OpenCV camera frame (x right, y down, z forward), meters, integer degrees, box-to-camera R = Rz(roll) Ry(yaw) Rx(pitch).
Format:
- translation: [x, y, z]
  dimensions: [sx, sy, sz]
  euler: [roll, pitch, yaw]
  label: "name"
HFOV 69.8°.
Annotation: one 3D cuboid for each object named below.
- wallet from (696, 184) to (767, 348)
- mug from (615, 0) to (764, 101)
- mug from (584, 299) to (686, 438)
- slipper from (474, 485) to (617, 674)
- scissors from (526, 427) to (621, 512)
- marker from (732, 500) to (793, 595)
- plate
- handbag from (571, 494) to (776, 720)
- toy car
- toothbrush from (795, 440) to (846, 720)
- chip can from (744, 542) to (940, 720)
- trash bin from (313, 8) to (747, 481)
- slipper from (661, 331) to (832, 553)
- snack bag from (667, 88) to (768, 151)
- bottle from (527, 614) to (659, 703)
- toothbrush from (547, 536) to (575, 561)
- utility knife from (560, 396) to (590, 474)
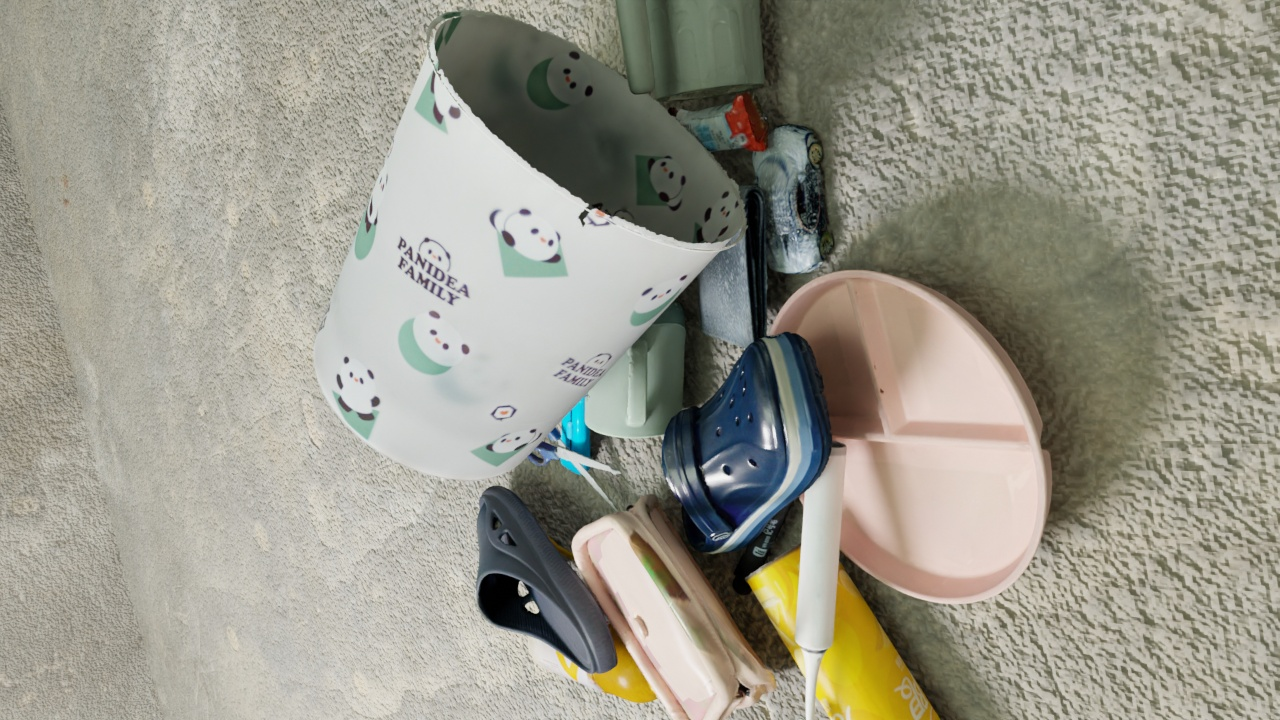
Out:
- translation: [0.065, -0.072, 0.686]
  dimensions: [0.097, 0.019, 0.121]
  euler: [-150, 54, -67]
  label: "wallet"
- translation: [0.029, -0.233, 0.621]
  dimensions: [0.084, 0.123, 0.103]
  euler: [3, 106, 44]
  label: "mug"
- translation: [-0.004, 0.004, 0.739]
  dimensions: [0.111, 0.082, 0.106]
  euler: [-97, 9, -75]
  label: "mug"
- translation: [-0.115, 0.209, 0.868]
  dimensions: [0.268, 0.083, 0.111]
  euler: [33, 143, 53]
  label: "slipper"
- translation: [-0.078, 0.078, 0.855]
  dimensions: [0.176, 0.012, 0.162]
  euler: [-1, 124, 55]
  label: "scissors"
- translation: [0.096, 0.141, 0.724]
  dimensions: [0.022, 0.020, 0.132]
  euler: [-103, 19, -44]
  label: "marker"
- translation: [0.167, 0.049, 0.601]
  dimensions: [0.229, 0.028, 0.230]
  euler: [36, 137, 43]
  label: "plate"
- translation: [0.027, 0.185, 0.696]
  dimensions: [0.193, 0.093, 0.234]
  euler: [55, 168, 16]
  label: "handbag"
- translation: [0.104, -0.113, 0.647]
  dimensions: [0.049, 0.031, 0.105]
  euler: [0, 101, 45]
  label: "toy car"
- translation: [0.121, 0.165, 0.629]
  dimensions: [0.026, 0.026, 0.221]
  euler: [12, 101, 59]
  label: "toothbrush"
- translation: [0.161, 0.233, 0.665]
  dimensions: [0.072, 0.071, 0.213]
  euler: [-46, 68, 43]
  label: "chip can"
- translation: [-0.092, -0.064, 0.634]
  dimensions: [0.229, 0.229, 0.253]
  euler: [51, 123, 22]
  label: "trash bin"
- translation: [0.057, 0.065, 0.649]
  dimensions: [0.253, 0.095, 0.105]
  euler: [107, 155, -58]
  label: "slipper"
- translation: [0.054, -0.168, 0.667]
  dimensions: [0.105, 0.026, 0.045]
  euler: [13, 140, 59]
  label: "snack bag"
- translation: [-0.029, 0.281, 0.874]
  dimensions: [0.190, 0.067, 0.068]
  euler: [2, 103, 45]
  label: "bottle"
- translation: [-0.047, 0.209, 0.905]
  dimensions: [0.192, 0.018, 0.016]
  euler: [18, 116, 43]
  label: "toothbrush"
- translation: [-0.059, 0.044, 0.822]
  dimensions: [0.034, 0.018, 0.192]
  euler: [38, 148, 24]
  label: "utility knife"
